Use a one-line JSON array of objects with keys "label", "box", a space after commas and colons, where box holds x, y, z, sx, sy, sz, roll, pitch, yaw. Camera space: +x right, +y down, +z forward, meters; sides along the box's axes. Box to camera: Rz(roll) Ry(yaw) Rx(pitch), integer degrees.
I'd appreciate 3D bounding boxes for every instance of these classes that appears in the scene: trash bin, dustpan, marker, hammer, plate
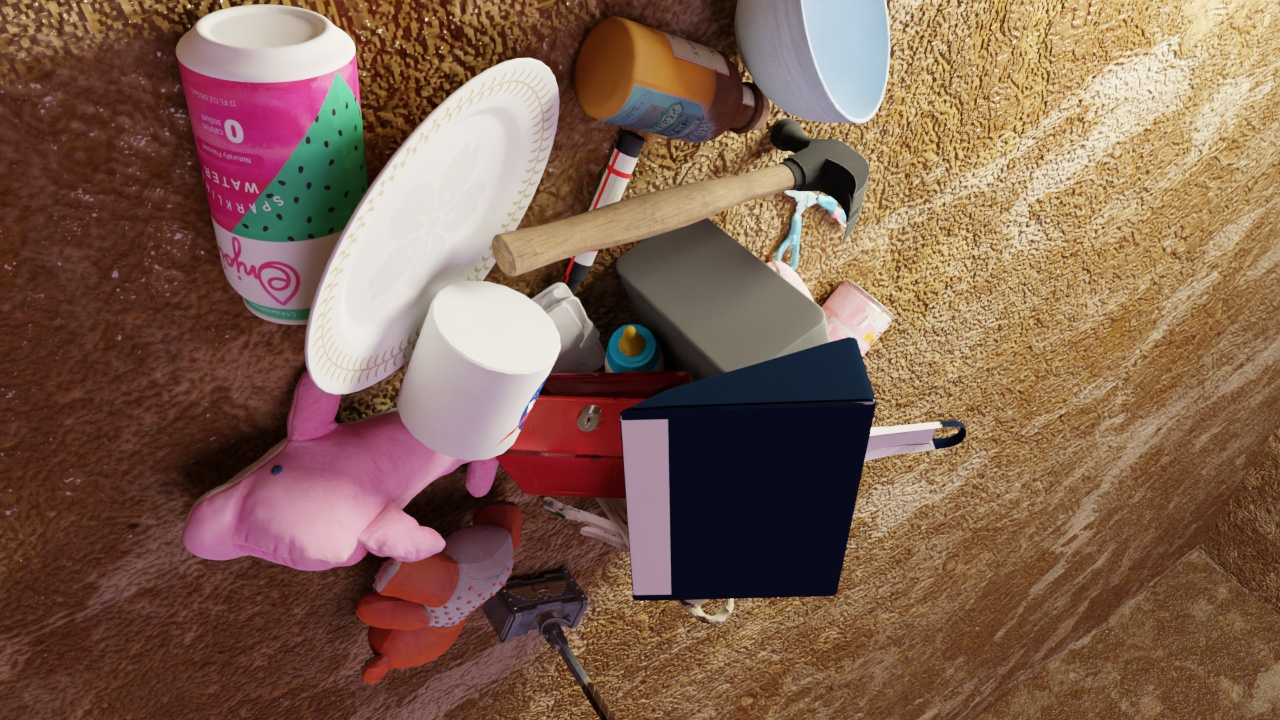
[{"label": "trash bin", "box": [0.087, 0.010, 0.798, 0.097, 0.192, 0.220, -35, 139, -9]}, {"label": "dustpan", "box": [0.126, 0.087, 0.718, 0.273, 0.080, 0.237, -2, 134, 1]}, {"label": "marker", "box": [-0.034, -0.110, 0.720, 0.019, 0.019, 0.146, 2, 123, -41]}, {"label": "hammer", "box": [0.037, -0.115, 0.690, 0.304, 0.132, 0.040, -20, 137, -24]}, {"label": "plate", "box": [-0.129, -0.083, 0.577, 0.242, 0.016, 0.243, -55, 174, -9]}, {"label": "hammer", "box": [-0.039, 0.331, 0.876, 0.098, 0.322, 0.044, 1, 124, -41]}]

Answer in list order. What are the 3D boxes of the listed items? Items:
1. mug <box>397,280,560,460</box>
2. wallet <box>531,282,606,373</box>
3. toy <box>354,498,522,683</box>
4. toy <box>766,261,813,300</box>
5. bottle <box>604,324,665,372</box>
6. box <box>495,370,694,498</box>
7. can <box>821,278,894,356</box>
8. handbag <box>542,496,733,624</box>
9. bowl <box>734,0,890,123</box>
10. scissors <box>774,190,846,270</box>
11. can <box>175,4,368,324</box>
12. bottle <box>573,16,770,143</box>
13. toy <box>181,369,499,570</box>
[{"label": "mug", "box": [-0.117, -0.003, 0.656, 0.091, 0.121, 0.090, 13, 129, -22]}, {"label": "wallet", "box": [-0.074, -0.008, 0.758, 0.086, 0.032, 0.116, -36, 151, 0]}, {"label": "toy", "box": [-0.185, 0.204, 0.814, 0.173, 0.093, 0.163, -53, 168, 29]}, {"label": "toy", "box": [0.140, -0.038, 0.876, 0.053, 0.108, 0.105, -21, 162, 1]}, {"label": "bottle", "box": [-0.005, 0.005, 0.786, 0.051, 0.051, 0.146, -34, 159, -11]}, {"label": "box", "box": [-0.030, 0.061, 0.767, 0.158, 0.086, 0.129, 1, 158, 6]}, {"label": "can", "box": [0.216, -0.036, 0.960, 0.076, 0.067, 0.067, -51, 140, 9]}, {"label": "handbag", "box": [0.009, 0.179, 0.907, 0.132, 0.184, 0.229, -34, 157, -6]}, {"label": "bowl", "box": [0.116, -0.242, 0.662, 0.150, 0.075, 0.150, 2, 88, -53]}, {"label": "scissors", "box": [0.153, -0.134, 0.866, 0.136, 0.015, 0.126, 16, 113, -41]}, {"label": "can", "box": [-0.202, -0.108, 0.525, 0.088, 0.088, 0.166, -18, 135, -28]}, {"label": "bottle", "box": [0.033, -0.194, 0.661, 0.156, 0.068, 0.068, 1, 124, -41]}, {"label": "toy", "box": [-0.195, 0.097, 0.689, 0.264, 0.128, 0.187, -24, 133, -37]}]
